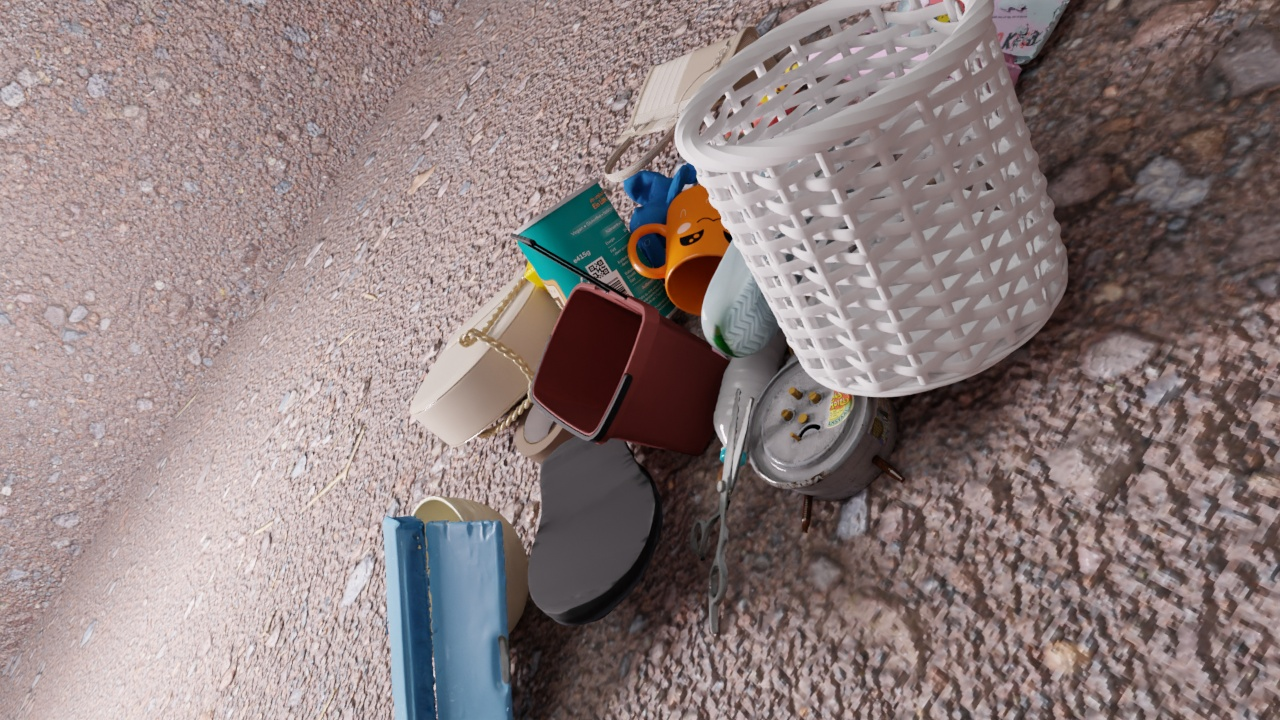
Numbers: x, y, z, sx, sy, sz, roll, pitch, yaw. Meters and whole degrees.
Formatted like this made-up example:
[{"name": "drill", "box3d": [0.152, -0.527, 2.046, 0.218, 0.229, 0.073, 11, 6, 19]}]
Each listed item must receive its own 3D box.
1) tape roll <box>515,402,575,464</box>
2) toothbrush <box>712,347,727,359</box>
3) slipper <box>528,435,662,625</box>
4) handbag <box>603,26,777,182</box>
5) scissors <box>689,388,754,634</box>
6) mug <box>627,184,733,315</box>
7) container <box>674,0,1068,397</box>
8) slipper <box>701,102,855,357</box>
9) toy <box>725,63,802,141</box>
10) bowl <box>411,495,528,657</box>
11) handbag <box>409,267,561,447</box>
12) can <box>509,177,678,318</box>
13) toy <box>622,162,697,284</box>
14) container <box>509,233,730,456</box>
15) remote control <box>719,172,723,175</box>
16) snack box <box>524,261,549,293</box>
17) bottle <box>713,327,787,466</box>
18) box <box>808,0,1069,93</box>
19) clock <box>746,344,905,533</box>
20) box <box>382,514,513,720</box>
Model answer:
[{"name": "tape roll", "box3d": [-0.086, 0.061, 0.937, 0.094, 0.030, 0.093, -35, 36, 31]}, {"name": "toothbrush", "box3d": [0.049, -0.012, 0.832, 0.021, 0.016, 0.135, -62, 30, 8]}, {"name": "slipper", "box3d": [-0.025, 0.139, 0.737, 0.109, 0.083, 0.265, -28, 18, 3]}, {"name": "handbag", "box3d": [0.030, -0.265, 1.016, 0.197, 0.062, 0.176, -52, 28, -21]}, {"name": "scissors", "box3d": [0.062, 0.106, 0.651, 0.130, 0.014, 0.153, -100, 23, -47]}, {"name": "mug", "box3d": [0.045, -0.101, 0.837, 0.078, 0.112, 0.095, 92, -179, -48]}, {"name": "container", "box3d": [0.146, -0.106, 0.571, 0.190, 0.187, 0.189, -24, 31, 16]}, {"name": "slipper", "box3d": [0.103, -0.109, 0.721, 0.074, 0.104, 0.244, 15, 60, 32]}, {"name": "toy", "box3d": [0.131, -0.250, 0.916, 0.103, 0.046, 0.084, -53, 7, -15]}, {"name": "bowl", "box3d": [-0.149, 0.194, 0.834, 0.151, 0.075, 0.151, 4, 95, 51]}, {"name": "handbag", "box3d": [-0.169, -0.010, 1.029, 0.211, 0.103, 0.208, -38, 20, 27]}, {"name": "can", "box3d": [-0.043, -0.086, 0.876, 0.099, 0.144, 0.099, -32, 10, 6]}, {"name": "toy", "box3d": [0.019, -0.151, 0.952, 0.113, 0.071, 0.176, -14, 53, 43]}, {"name": "container", "box3d": [-0.037, -0.005, 0.750, 0.148, 0.200, 0.127, 26, 94, 58]}, {"name": "remote control", "box3d": [0.086, -0.170, 0.934, 0.033, 0.012, 0.130, -21, 44, 44]}, {"name": "snack box", "box3d": [-0.059, -0.105, 0.983, 0.061, 0.105, 0.083, -30, 39, 41]}, {"name": "bottle", "box3d": [0.086, 0.019, 0.723, 0.044, 0.044, 0.136, -17, 48, 47]}, {"name": "box", "box3d": [0.241, -0.277, 0.758, 0.201, 0.111, 0.101, 39, 119, 60]}, {"name": "clock", "box3d": [0.124, 0.036, 0.643, 0.104, 0.056, 0.147, -36, 38, 29]}, {"name": "box", "box3d": [-0.171, 0.246, 0.762, 0.176, 0.060, 0.231, -11, 83, 49]}]
